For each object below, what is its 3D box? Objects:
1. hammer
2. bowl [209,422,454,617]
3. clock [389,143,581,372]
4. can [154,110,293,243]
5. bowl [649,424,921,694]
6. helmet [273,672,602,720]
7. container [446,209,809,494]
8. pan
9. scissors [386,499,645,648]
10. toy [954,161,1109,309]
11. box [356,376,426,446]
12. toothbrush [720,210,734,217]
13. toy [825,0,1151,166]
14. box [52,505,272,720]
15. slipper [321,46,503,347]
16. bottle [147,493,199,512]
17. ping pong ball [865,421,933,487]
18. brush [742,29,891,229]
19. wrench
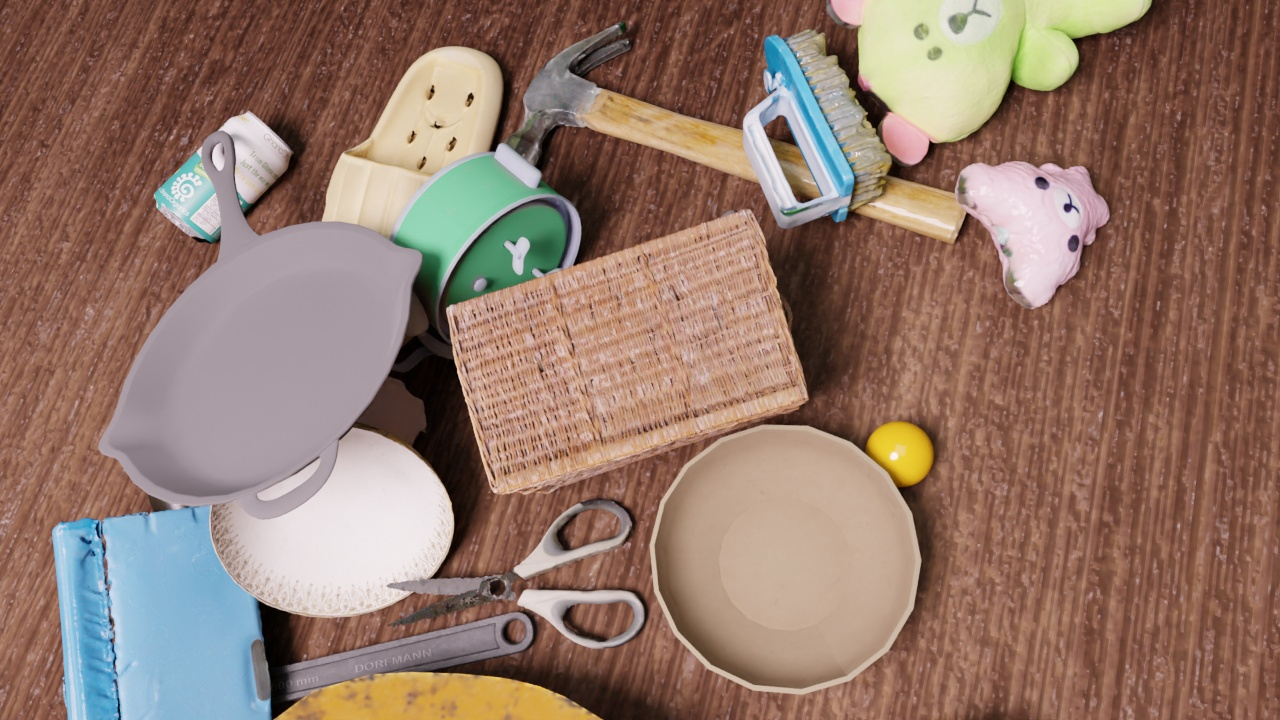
[{"bbox_3d":[0.067,-0.151,0.656,0.331,0.033,0.132,21,75,17],"label":"hammer"},{"bbox_3d":[-0.194,0.089,0.587,0.145,0.145,0.063,-27,30,1],"label":"bowl"},{"bbox_3d":[-0.113,-0.055,0.609,0.075,0.122,0.161,41,88,22],"label":"clock"},{"bbox_3d":[-0.324,-0.142,0.716,0.055,0.055,0.101,39,82,21],"label":"can"},{"bbox_3d":[0.085,0.117,0.545,0.152,0.050,0.152,-4,70,10],"label":"bowl"},{"bbox_3d":[-0.094,0.288,0.476,0.256,0.131,0.204,11,42,21],"label":"helmet"},{"bbox_3d":[-0.003,0.003,0.561,0.198,0.113,0.113,-18,78,4],"label":"container"},{"bbox_3d":[-0.242,-0.042,0.577,0.216,0.024,0.354,-31,52,1],"label":"pan"},{"bbox_3d":[-0.074,0.135,0.584,0.165,0.013,0.150,24,72,13],"label":"scissors"},{"bbox_3d":[0.257,-0.092,0.585,0.095,0.053,0.099,-25,85,-15],"label":"toy"},{"bbox_3d":[-0.234,0.018,0.636,0.147,0.136,0.084,27,82,43],"label":"box"},{"bbox_3d":[0.003,-0.051,0.641,0.167,0.013,0.013,-39,60,-4],"label":"toothbrush"},{"bbox_3d":[0.228,-0.234,0.620,0.197,0.107,0.150,-25,91,11],"label":"toy"},{"bbox_3d":[-0.293,0.211,0.573,0.112,0.094,0.231,-5,74,-33],"label":"box"},{"bbox_3d":[-0.181,-0.134,0.674,0.111,0.079,0.261,14,74,19],"label":"slipper"},{"bbox_3d":[-0.313,0.102,0.633,0.045,0.045,0.184,-20,70,4],"label":"bottle"},{"bbox_3d":[0.157,0.057,0.557,0.040,0.040,0.040,-4,70,10],"label":"ping pong ball"},{"bbox_3d":[0.104,-0.157,0.604,0.075,0.055,0.135,-18,69,-2],"label":"brush"},{"bbox_3d":[-0.200,0.201,0.591,0.273,0.018,0.073,-14,68,5],"label":"wrench"}]
